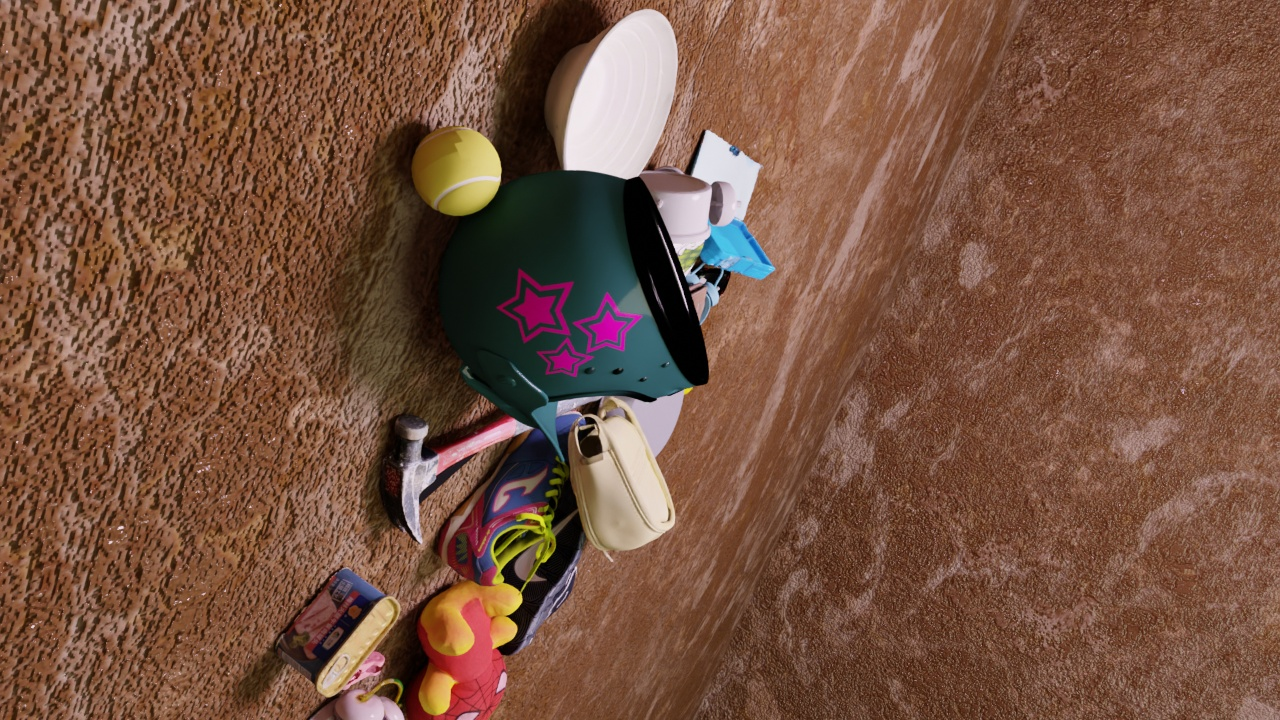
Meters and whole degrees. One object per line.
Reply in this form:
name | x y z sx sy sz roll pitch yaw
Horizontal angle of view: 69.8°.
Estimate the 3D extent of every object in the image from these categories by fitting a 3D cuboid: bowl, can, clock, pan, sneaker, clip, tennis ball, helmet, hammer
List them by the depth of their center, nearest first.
tennis ball | -0.136 -0.140 0.680 0.065 0.065 0.065 -49 155 -32
helmet | -0.064 -0.033 0.792 0.275 0.200 0.176 61 20 -47
bowl | -0.037 -0.229 0.816 0.176 0.058 0.177 -49 155 -33
can | -0.275 0.245 0.832 0.099 0.059 0.054 -53 157 -26
clip | -0.291 0.322 0.945 0.044 0.023 0.060 -56 157 -6
clock | -0.304 0.399 0.952 0.157 0.059 0.117 -55 158 -21
hammer | -0.139 0.076 0.960 0.325 0.036 0.141 -25 137 -53
clock | 0.038 -0.168 0.992 0.158 0.120 0.061 -22 127 -46
sneaker | -0.120 0.157 1.045 0.241 0.091 0.116 -50 153 -32
sneaker | -0.114 0.248 1.180 0.253 0.097 0.150 -65 165 8
clock | 0.068 -0.083 1.226 0.123 0.042 0.087 -52 142 13
pan | -0.004 0.133 1.302 0.200 0.051 0.357 -34 135 -51

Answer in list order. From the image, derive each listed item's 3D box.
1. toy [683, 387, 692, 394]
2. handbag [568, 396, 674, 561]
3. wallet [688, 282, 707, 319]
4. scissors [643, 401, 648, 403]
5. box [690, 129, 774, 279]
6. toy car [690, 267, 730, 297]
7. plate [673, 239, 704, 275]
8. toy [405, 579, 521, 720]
toy | 0.071 0.005 1.378 0.094 0.041 0.095 85 23 -58
handbag | -0.031 0.144 1.093 0.232 0.088 0.191 -26 97 -83
wallet | 0.043 -0.034 1.183 0.098 0.027 0.121 -30 141 -47
scissors | -0.002 0.010 1.142 0.125 0.011 0.130 -32 130 6
box | 0.108 -0.195 1.220 0.243 0.070 0.170 -1 84 -67
toy car | 0.087 -0.111 1.283 0.091 0.036 0.042 -2 123 -40
plate | -0.017 -0.070 1.057 0.229 0.030 0.229 -44 171 -9
toy | -0.210 0.353 1.065 0.147 0.099 0.217 -22 135 -45
